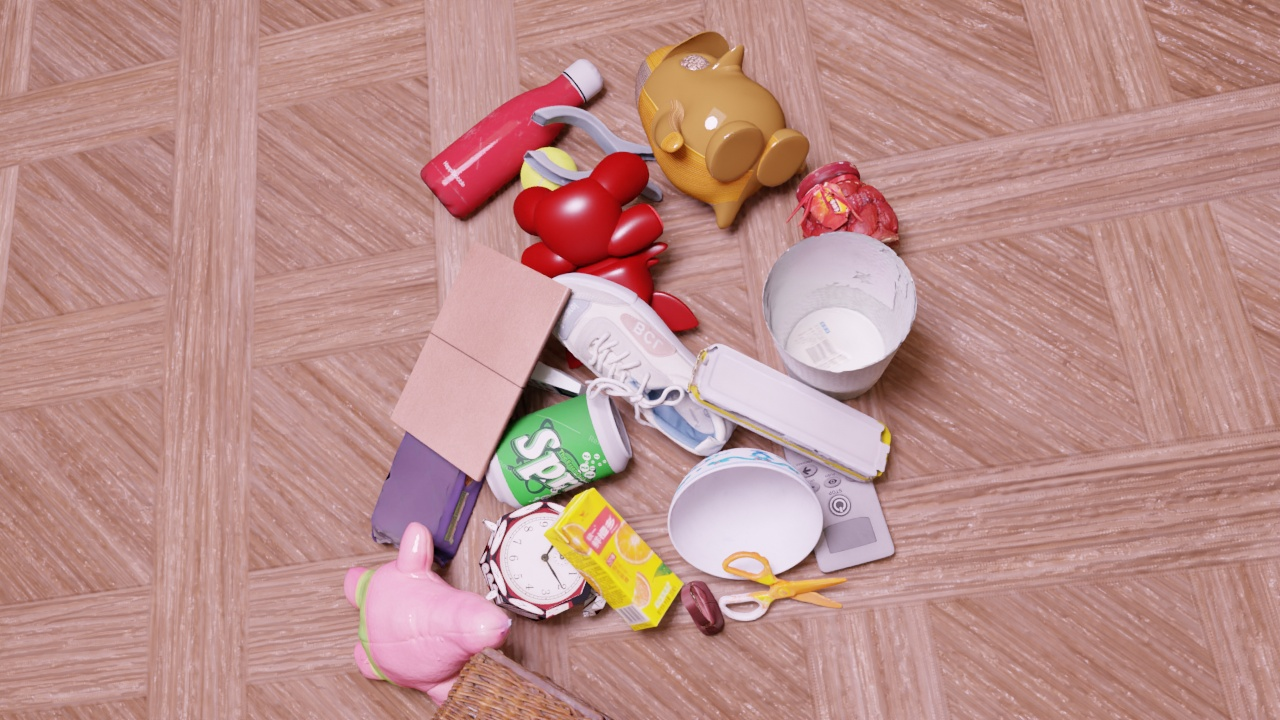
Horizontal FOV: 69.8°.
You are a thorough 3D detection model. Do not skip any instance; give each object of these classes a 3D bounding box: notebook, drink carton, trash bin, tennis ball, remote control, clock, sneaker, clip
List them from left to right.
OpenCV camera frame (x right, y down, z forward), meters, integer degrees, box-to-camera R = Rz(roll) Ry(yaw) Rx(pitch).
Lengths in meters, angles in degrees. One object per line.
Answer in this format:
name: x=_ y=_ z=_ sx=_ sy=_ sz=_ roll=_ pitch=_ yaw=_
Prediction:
notebook: x=-0.165 y=-0.003 z=0.930 sx=0.141 sy=0.008 sz=0.209 roll=28 pitch=94 yaw=32
remote control: x=-0.122 y=0.010 z=0.992 sx=0.143 sy=0.049 sz=0.024 roll=17 pitch=78 yaw=15
tennis ball: x=-0.104 y=-0.210 z=1.046 sx=0.065 sy=0.065 sz=0.065 roll=-3 pitch=73 yaw=10
clock: x=-0.082 y=0.201 z=0.919 sx=0.154 sy=0.065 sz=0.114 roll=3 pitch=71 yaw=-18
clip: x=-0.044 y=-0.251 z=1.027 sx=0.166 sy=0.028 sz=0.127 roll=10 pitch=77 yaw=-22
drink carton: x=-0.026 y=0.191 z=0.882 sx=0.134 sy=0.043 sz=0.058 roll=48 pitch=50 yaw=-9
sneaker: x=-0.005 y=0.005 z=0.903 sx=0.242 sy=0.090 sz=0.090 roll=39 pitch=116 yaw=-3
remote control: x=0.193 y=0.128 z=0.909 sx=0.074 sy=0.019 sz=0.151 roll=-17 pitch=71 yaw=6
trash bin: x=0.188 y=-0.031 z=0.883 sx=0.133 sy=0.161 sz=0.133 roll=-3 pitch=73 yaw=10

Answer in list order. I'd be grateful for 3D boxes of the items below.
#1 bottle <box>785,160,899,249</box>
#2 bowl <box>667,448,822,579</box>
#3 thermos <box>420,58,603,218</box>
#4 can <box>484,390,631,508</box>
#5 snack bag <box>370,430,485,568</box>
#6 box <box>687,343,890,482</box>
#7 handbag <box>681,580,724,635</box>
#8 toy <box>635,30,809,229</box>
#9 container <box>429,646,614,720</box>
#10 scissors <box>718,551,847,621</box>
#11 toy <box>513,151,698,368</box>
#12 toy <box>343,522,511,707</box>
bottle: x=0.210 y=-0.145 z=0.949 sx=0.099 sy=0.099 sz=0.111 roll=-22 pitch=66 yaw=4
bowl: x=0.099 y=0.133 z=0.885 sx=0.144 sy=0.144 sz=0.074 roll=-9 pitch=32 yaw=8
thermos: x=-0.143 y=-0.264 z=1.067 sx=0.240 sy=0.073 sz=0.073 roll=-40 pitch=70 yaw=-3
can: x=-0.086 y=0.091 z=0.940 sx=0.140 sy=0.088 sz=0.087 roll=-20 pitch=70 yaw=5
snack bag: x=-0.213 y=0.107 z=0.976 sx=0.096 sy=0.058 sz=0.205 roll=16 pitch=78 yaw=16
box: x=0.145 y=0.050 z=0.878 sx=0.209 sy=0.033 sz=0.064 roll=25 pitch=61 yaw=-9
handbag: x=0.052 y=0.228 z=0.853 sx=0.029 sy=0.119 sz=0.055 roll=-28 pitch=70 yaw=2
toy: x=0.073 y=-0.268 z=0.990 sx=0.203 sy=0.198 sz=0.163 roll=57 pitch=133 yaw=32
container: x=-0.113 y=0.367 z=0.790 sx=0.162 sy=0.250 sz=0.182 roll=26 pitch=70 yaw=17
scissors: x=0.135 y=0.228 z=0.883 sx=0.133 sy=0.012 sz=0.097 roll=18 pitch=115 yaw=-4
toy: x=-0.042 y=-0.105 z=0.971 sx=0.158 sy=0.120 sz=0.197 roll=-19 pitch=104 yaw=13
toy: x=-0.203 y=0.252 z=0.885 sx=0.237 sy=0.096 sz=0.192 roll=-13 pitch=91 yaw=42
